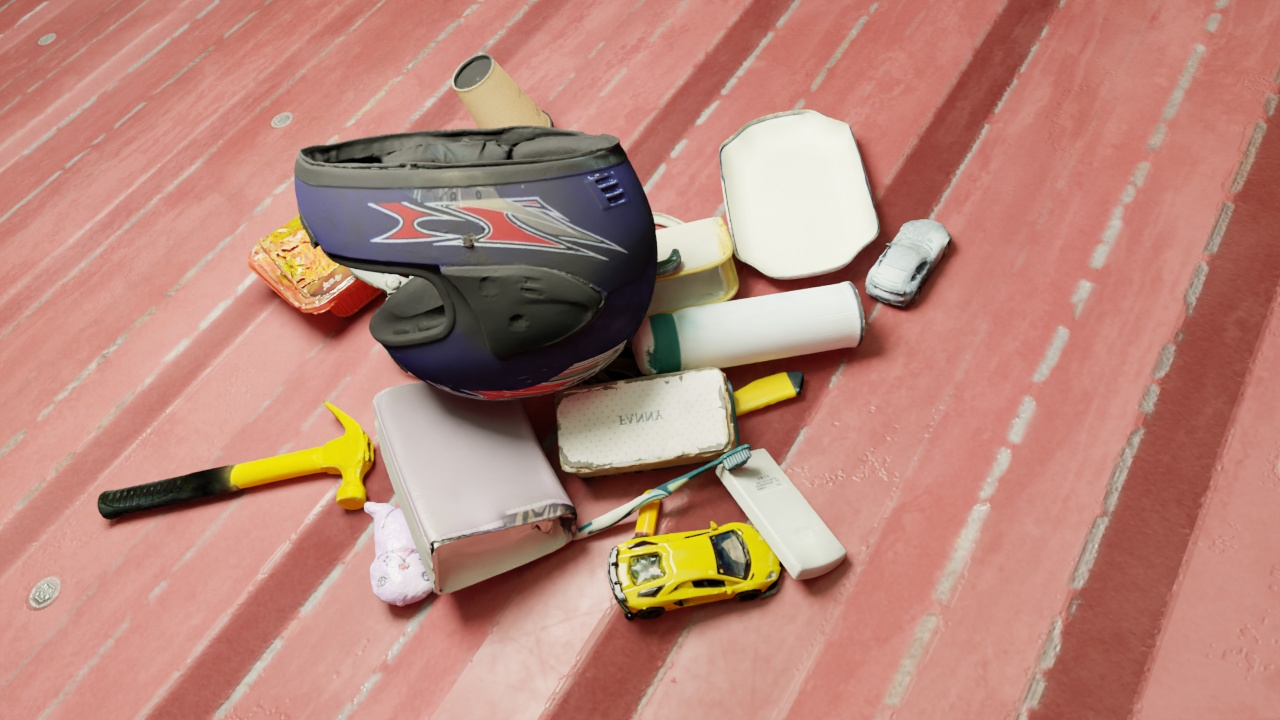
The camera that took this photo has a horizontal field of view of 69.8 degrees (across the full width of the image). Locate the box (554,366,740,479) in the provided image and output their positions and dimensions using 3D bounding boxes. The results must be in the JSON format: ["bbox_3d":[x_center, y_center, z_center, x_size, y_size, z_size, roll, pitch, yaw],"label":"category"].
[{"bbox_3d":[0.012,0.060,0.879,0.184,0.062,0.089,-6,75,8],"label":"box"}]

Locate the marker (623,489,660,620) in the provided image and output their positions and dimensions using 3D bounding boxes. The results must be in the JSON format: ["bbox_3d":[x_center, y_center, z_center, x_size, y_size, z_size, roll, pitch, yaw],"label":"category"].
[{"bbox_3d":[0.001,0.177,0.842,0.018,0.015,0.123,0,57,18],"label":"marker"}]

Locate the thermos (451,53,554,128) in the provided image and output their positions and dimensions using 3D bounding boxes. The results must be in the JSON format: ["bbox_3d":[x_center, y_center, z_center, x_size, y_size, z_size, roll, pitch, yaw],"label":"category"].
[{"bbox_3d":[-0.176,-0.319,1.178,0.093,0.143,0.092,-14,55,20],"label":"thermos"}]

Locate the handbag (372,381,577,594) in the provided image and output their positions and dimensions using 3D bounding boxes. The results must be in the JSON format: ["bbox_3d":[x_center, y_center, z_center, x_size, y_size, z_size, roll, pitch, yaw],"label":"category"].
[{"bbox_3d":[-0.161,0.108,0.879,0.144,0.099,0.197,-17,49,-19],"label":"handbag"}]

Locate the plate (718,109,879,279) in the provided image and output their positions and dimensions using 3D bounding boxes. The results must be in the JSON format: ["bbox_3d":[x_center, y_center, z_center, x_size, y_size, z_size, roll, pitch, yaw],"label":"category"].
[{"bbox_3d":[0.178,-0.188,1.054,0.162,0.034,0.265,-10,53,7],"label":"plate"}]

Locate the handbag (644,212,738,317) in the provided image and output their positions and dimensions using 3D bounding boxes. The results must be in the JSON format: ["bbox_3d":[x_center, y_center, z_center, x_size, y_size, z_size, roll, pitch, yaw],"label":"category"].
[{"bbox_3d":[0.020,-0.117,1.034,0.163,0.063,0.178,-12,38,5],"label":"handbag"}]

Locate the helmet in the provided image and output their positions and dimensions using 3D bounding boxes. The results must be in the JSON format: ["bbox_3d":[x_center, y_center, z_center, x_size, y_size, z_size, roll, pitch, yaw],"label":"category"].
[{"bbox_3d":[-0.142,-0.083,0.847,0.315,0.241,0.247,-5,22,-12],"label":"helmet"}]

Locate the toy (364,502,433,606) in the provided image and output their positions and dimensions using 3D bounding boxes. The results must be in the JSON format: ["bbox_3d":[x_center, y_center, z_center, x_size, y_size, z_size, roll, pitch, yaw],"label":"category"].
[{"bbox_3d":[-0.223,0.184,0.877,0.083,0.039,0.107,1,49,-13],"label":"toy"}]

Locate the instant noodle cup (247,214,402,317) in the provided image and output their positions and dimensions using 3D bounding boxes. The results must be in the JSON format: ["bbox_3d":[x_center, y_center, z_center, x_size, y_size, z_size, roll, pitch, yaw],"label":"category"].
[{"bbox_3d":[-0.361,-0.129,1.115,0.188,0.079,0.164,-42,55,-19],"label":"instant noodle cup"}]

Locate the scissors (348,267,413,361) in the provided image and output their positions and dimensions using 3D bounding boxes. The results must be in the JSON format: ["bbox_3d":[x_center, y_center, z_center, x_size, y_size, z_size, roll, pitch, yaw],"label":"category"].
[{"bbox_3d":[-0.262,-0.054,1.034,0.177,0.019,0.169,21,69,-6],"label":"scissors"}]

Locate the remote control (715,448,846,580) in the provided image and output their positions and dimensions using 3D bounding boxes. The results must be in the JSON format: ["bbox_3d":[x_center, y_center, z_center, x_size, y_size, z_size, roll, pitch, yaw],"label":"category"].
[{"bbox_3d":[0.125,0.136,0.826,0.056,0.019,0.135,-12,47,-30],"label":"remote control"}]

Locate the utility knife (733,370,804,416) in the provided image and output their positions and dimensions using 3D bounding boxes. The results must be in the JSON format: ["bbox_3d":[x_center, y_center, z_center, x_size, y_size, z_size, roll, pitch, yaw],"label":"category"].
[{"bbox_3d":[0.083,0.047,0.916,0.173,0.015,0.033,-19,47,1],"label":"utility knife"}]

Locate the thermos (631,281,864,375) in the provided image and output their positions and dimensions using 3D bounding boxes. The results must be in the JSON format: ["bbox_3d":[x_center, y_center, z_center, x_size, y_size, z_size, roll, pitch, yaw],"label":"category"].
[{"bbox_3d":[0.103,-0.030,0.914,0.224,0.073,0.073,-9,52,-5],"label":"thermos"}]

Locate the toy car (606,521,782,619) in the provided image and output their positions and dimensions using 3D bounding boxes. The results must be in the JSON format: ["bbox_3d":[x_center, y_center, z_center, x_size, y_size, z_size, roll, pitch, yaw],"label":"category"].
[{"bbox_3d":[0.048,0.180,0.803,0.156,0.041,0.071,-7,54,-5],"label":"toy car"}]

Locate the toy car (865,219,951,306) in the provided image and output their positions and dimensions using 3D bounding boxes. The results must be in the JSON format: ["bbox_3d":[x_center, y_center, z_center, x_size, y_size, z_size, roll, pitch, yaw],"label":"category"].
[{"bbox_3d":[0.284,-0.107,0.969,0.054,0.037,0.120,25,61,29],"label":"toy car"}]

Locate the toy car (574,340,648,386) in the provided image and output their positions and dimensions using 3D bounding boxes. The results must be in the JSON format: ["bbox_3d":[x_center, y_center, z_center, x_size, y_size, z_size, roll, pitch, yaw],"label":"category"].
[{"bbox_3d":[-0.006,0.006,0.954,0.158,0.042,0.070,12,58,19],"label":"toy car"}]

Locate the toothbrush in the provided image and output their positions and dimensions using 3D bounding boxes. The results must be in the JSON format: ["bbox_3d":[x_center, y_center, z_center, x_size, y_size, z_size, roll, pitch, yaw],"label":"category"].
[{"bbox_3d":[0.018,0.126,0.846,0.192,0.016,0.018,-29,56,11],"label":"toothbrush"}]

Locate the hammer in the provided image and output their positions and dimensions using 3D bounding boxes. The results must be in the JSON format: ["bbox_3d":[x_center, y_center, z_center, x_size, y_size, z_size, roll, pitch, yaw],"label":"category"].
[{"bbox_3d":[-0.428,0.123,0.974,0.301,0.033,0.128,-13,52,4],"label":"hammer"}]

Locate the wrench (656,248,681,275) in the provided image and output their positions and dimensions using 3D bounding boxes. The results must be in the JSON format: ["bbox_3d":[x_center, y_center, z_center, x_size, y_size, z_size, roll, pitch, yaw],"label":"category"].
[{"bbox_3d":[-0.014,-0.159,1.044,0.056,0.016,0.273,-19,34,-6],"label":"wrench"}]
